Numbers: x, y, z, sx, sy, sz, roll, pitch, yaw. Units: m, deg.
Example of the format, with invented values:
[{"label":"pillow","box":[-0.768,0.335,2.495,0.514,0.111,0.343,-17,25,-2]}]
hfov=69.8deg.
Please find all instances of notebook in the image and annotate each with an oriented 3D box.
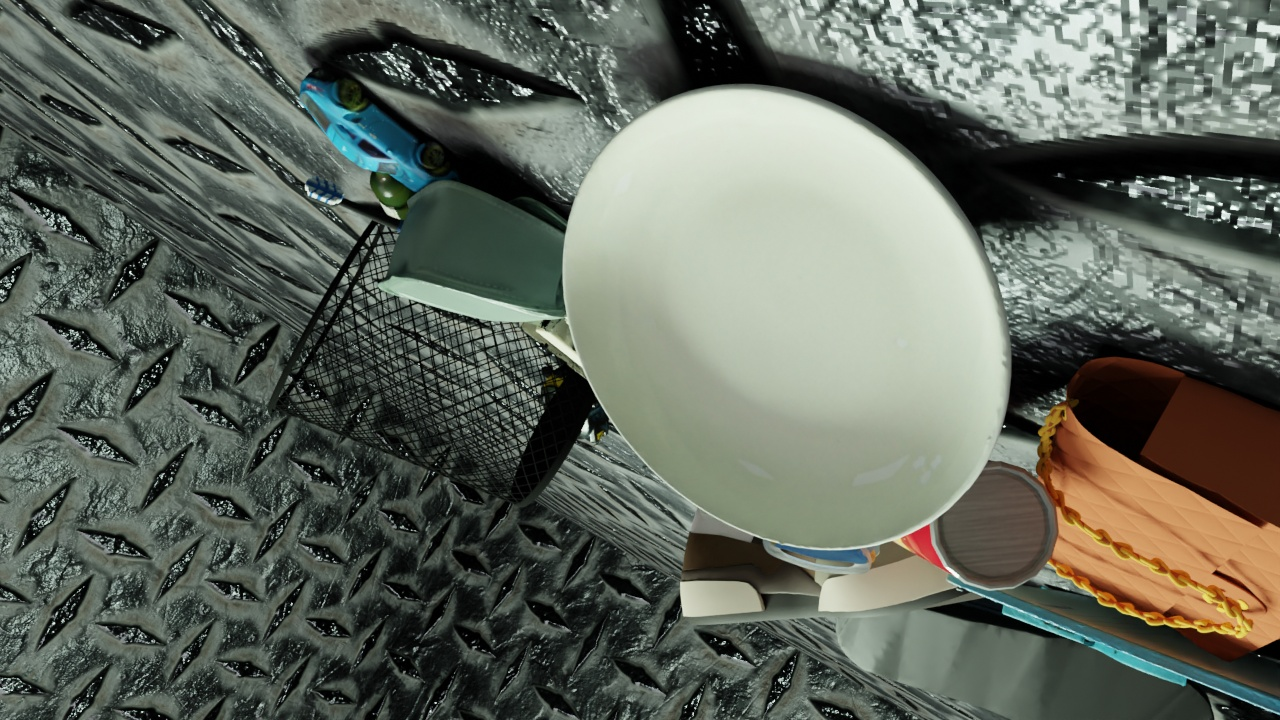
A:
[{"label":"notebook","box":[0.309,0.157,0.457,0.181,0.009,0.254,17,178,-39]}]

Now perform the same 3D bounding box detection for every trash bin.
[{"label":"trash bin","box":[-0.155,0.009,0.743,0.210,0.184,0.184,29,167,-14]}]

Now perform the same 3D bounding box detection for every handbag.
[{"label":"handbag","box":[-0.096,-0.063,0.567,0.106,0.067,0.122,18,173,-24]},{"label":"handbag","box":[0.217,0.070,0.382,0.109,0.060,0.172,29,167,27]}]

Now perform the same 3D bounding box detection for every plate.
[{"label":"plate","box":[0.051,-0.014,0.349,0.182,0.034,0.183,19,125,30]}]

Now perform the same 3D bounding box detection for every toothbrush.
[{"label":"toothbrush","box":[-0.151,-0.088,0.639,0.167,0.014,0.014,22,159,-23]}]

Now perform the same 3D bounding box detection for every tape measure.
[{"label":"tape measure","box":[-0.060,0.039,0.866,0.072,0.042,0.072,28,141,32]}]

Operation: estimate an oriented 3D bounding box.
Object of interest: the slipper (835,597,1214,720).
[{"label":"slipper","box":[0.292,0.218,0.710,0.266,0.083,0.109,12,121,22]}]

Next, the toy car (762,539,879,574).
[{"label":"toy car","box":[0.075,0.025,0.416,0.056,0.054,0.153,4,116,37]}]

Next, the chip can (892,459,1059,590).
[{"label":"chip can","box":[0.137,0.068,0.462,0.052,0.052,0.215,32,178,1]}]

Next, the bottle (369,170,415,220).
[{"label":"bottle","box":[-0.170,-0.118,0.629,0.025,0.025,0.106,30,166,7]}]

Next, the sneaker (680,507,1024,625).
[{"label":"sneaker","box":[0.140,0.124,0.671,0.111,0.116,0.295,2,164,-36]}]

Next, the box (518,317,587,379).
[{"label":"box","box":[-0.003,0.003,0.622,0.143,0.044,0.184,38,172,-16]}]

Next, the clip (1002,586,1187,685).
[{"label":"clip","box":[0.290,0.172,0.579,0.130,0.030,0.120,15,-178,36]}]

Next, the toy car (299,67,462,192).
[{"label":"toy car","box":[-0.156,-0.130,0.547,0.105,0.032,0.048,35,165,-19]}]

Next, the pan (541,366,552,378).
[{"label":"pan","box":[0.043,0.106,0.909,0.356,0.034,0.225,30,170,12]}]
